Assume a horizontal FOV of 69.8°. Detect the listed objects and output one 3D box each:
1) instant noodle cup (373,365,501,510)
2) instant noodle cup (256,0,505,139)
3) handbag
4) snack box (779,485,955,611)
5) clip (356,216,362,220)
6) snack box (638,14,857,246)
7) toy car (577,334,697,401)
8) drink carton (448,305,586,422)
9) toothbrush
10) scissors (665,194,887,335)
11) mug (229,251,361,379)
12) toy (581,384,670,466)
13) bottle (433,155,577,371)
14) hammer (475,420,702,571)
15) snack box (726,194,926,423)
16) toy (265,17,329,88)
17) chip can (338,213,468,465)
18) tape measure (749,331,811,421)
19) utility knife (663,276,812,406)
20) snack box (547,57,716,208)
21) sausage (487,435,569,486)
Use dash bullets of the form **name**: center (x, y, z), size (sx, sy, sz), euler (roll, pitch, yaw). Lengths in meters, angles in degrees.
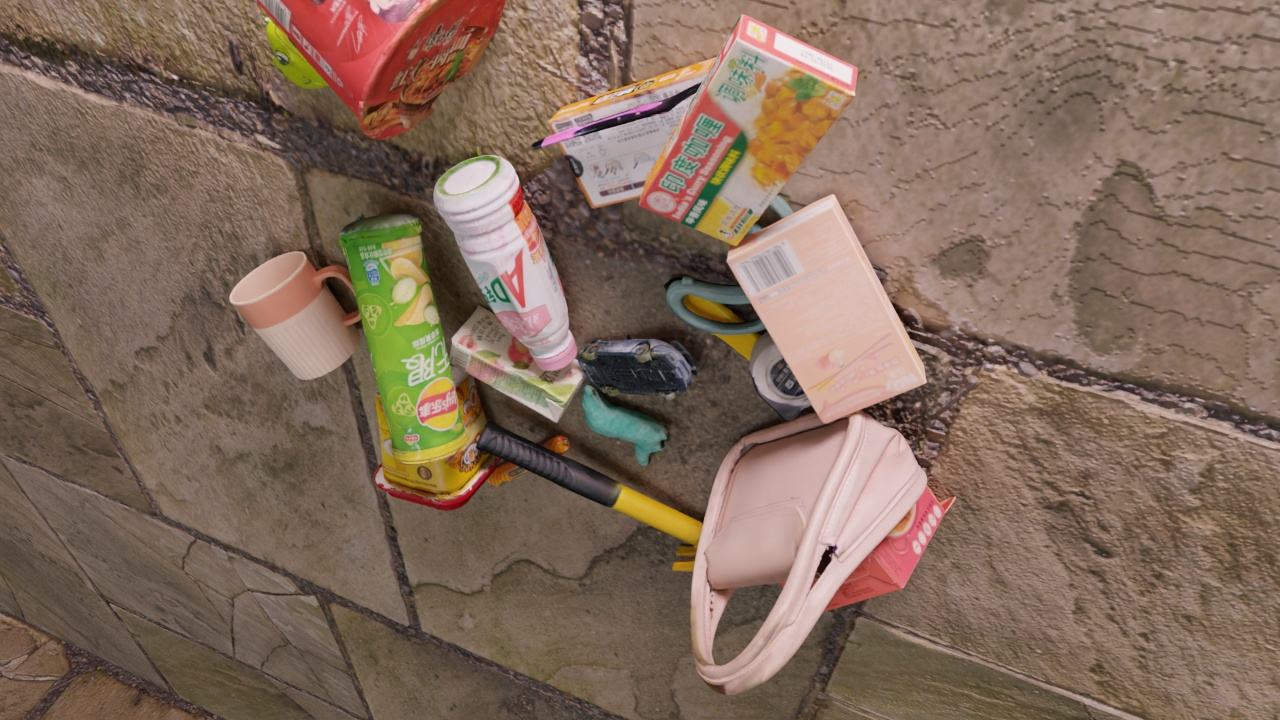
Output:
- **instant noodle cup**: center (-0.215, 0.074, 0.958), size (0.116, 0.115, 0.124), euler (11, 125, 21)
- **instant noodle cup**: center (-0.172, -0.233, 0.601), size (0.108, 0.137, 0.138), euler (42, 139, -1)
- **handbag**: center (0.110, 0.156, 0.736), size (0.093, 0.233, 0.194), euler (40, 149, -11)
- **snack box**: center (0.194, 0.153, 0.787), size (0.044, 0.126, 0.113), euler (51, 137, -1)
- **clip**: center (-0.259, -0.111, 0.862), size (0.047, 0.014, 0.057), euler (26, 139, 8)
- **snack box**: center (0.063, -0.138, 0.582), size (0.077, 0.027, 0.156), euler (21, 146, -11)
- **toy car**: center (-0.005, 0.005, 0.814), size (0.121, 0.036, 0.054), euler (-1, 132, 45)
- **drink carton**: center (-0.115, 0.005, 0.864), size (0.122, 0.053, 0.046), euler (29, 141, 2)
- **toothbrush**: center (0.001, -0.164, 0.613), size (0.190, 0.014, 0.018), euler (-8, 135, 35)
- **scissors**: center (0.092, -0.058, 0.696), size (0.177, 0.019, 0.171), euler (27, 130, -5)
- **mug**: center (-0.332, -0.050, 0.926), size (0.115, 0.081, 0.106), euler (-22, 125, 9)
- **toy**: center (-0.014, 0.067, 0.887), size (0.092, 0.030, 0.097), euler (20, 144, 15)
- **bottle**: center (-0.104, -0.073, 0.771), size (0.068, 0.068, 0.197), euler (4, 137, 27)
- **hammer**: center (-0.027, 0.139, 0.944), size (0.300, 0.032, 0.129), euler (26, 140, -6)
- **snack box**: center (0.136, -0.033, 0.666), size (0.085, 0.026, 0.157), euler (-25, 113, 22)
- **toy**: center (-0.243, -0.236, 0.712), size (0.100, 0.031, 0.097), euler (41, 139, -20)
- **chip can**: center (-0.212, -0.020, 0.827), size (0.073, 0.072, 0.221), euler (1, 109, 30)
- **tape measure**: center (0.120, 0.005, 0.725), size (0.066, 0.033, 0.066), euler (-40, 108, 18)
- **utility knife**: center (0.106, 0.000, 0.757), size (0.216, 0.015, 0.033), euler (39, 142, -11)
- **snack box**: center (0.013, -0.158, 0.644), size (0.154, 0.026, 0.075), euler (-7, 127, 34)
- **sausage**: center (-0.125, 0.111, 1.002), size (0.021, 0.021, 0.166), euler (44, 138, -16)
